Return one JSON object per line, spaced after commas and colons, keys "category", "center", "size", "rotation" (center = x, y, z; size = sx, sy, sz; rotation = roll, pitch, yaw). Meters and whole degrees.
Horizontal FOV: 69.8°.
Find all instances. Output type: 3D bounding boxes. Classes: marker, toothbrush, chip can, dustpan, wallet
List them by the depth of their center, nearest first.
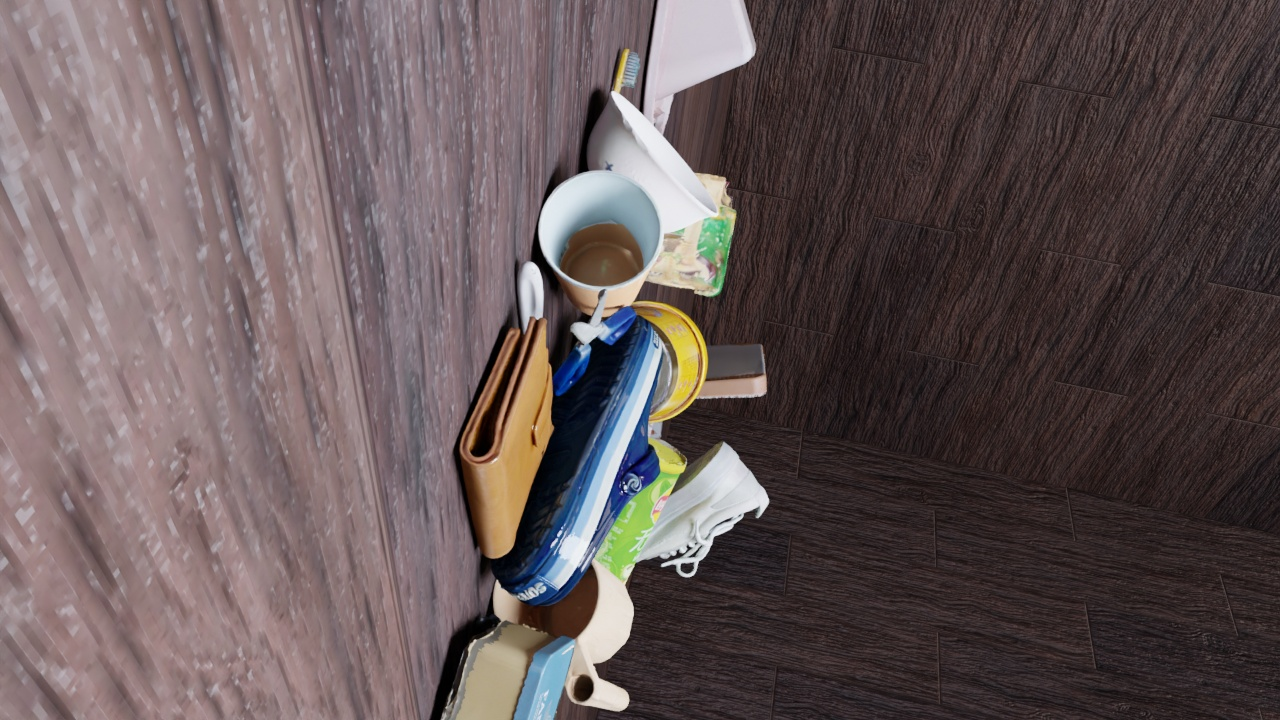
{"category": "wallet", "center": [-0.079, 0.049, 0.565], "size": [0.132, 0.031, 0.107], "rotation": [98, 8, -55]}
{"category": "toothbrush", "center": [-0.070, -0.007, 0.607], "size": [0.180, 0.016, 0.016], "rotation": [96, 0, -55]}
{"category": "marker", "center": [-0.113, 0.231, 0.681], "size": [0.022, 0.018, 0.131], "rotation": [-32, 145, -34]}
{"category": "toothbrush", "center": [-0.027, -0.151, 0.720], "size": [0.016, 0.018, 0.191], "rotation": [17, 85, -83]}
{"category": "dustpan", "center": [0.032, -0.368, 0.935], "size": [0.222, 0.139, 0.273], "rotation": [-61, 135, -70]}
{"category": "chip can", "center": [-0.030, 0.185, 0.955], "size": [0.221, 0.072, 0.072], "rotation": [-64, 178, 10]}

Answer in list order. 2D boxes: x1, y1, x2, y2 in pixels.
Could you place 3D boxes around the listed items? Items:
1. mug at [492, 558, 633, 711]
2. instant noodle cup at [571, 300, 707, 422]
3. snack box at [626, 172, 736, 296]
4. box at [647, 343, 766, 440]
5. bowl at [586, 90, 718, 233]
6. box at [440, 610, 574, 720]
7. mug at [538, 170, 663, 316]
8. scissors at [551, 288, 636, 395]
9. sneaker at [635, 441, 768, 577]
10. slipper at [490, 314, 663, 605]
{"category": "mug", "center": [-0.048, 0.206, 0.704], "size": [0.124, 0.084, 0.103], "rotation": [63, 3, 28]}
{"category": "instant noodle cup", "center": [-0.005, 0.005, 0.845], "size": [0.114, 0.118, 0.118], "rotation": [-20, 122, -76]}
{"category": "snack box", "center": [0.026, -0.129, 0.914], "size": [0.105, 0.118, 0.117], "rotation": [-123, -136, -83]}
{"category": "box", "center": [0.035, 0.078, 1.059], "size": [0.180, 0.227, 0.156], "rotation": [-65, 150, -75]}
{"category": "bowl", "center": [-0.004, -0.132, 0.680], "size": [0.065, 0.118, 0.118], "rotation": [-40, -173, 17]}
{"category": "box", "center": [-0.097, 0.254, 0.597], "size": [0.089, 0.059, 0.184], "rotation": [28, 80, -79]}
{"category": "mug", "center": [-0.027, -0.071, 0.628], "size": [0.123, 0.078, 0.078], "rotation": [105, -2, -79]}
{"category": "scissors", "center": [-0.038, -0.009, 0.597], "size": [0.141, 0.012, 0.170], "rotation": [-48, 174, 23]}
{"category": "sneaker", "center": [0.047, 0.183, 1.026], "size": [0.243, 0.091, 0.089], "rotation": [-42, -175, 40]}
{"category": "slipper", "center": [-0.026, 0.070, 0.680], "size": [0.105, 0.095, 0.252], "rotation": [-23, -146, 40]}
